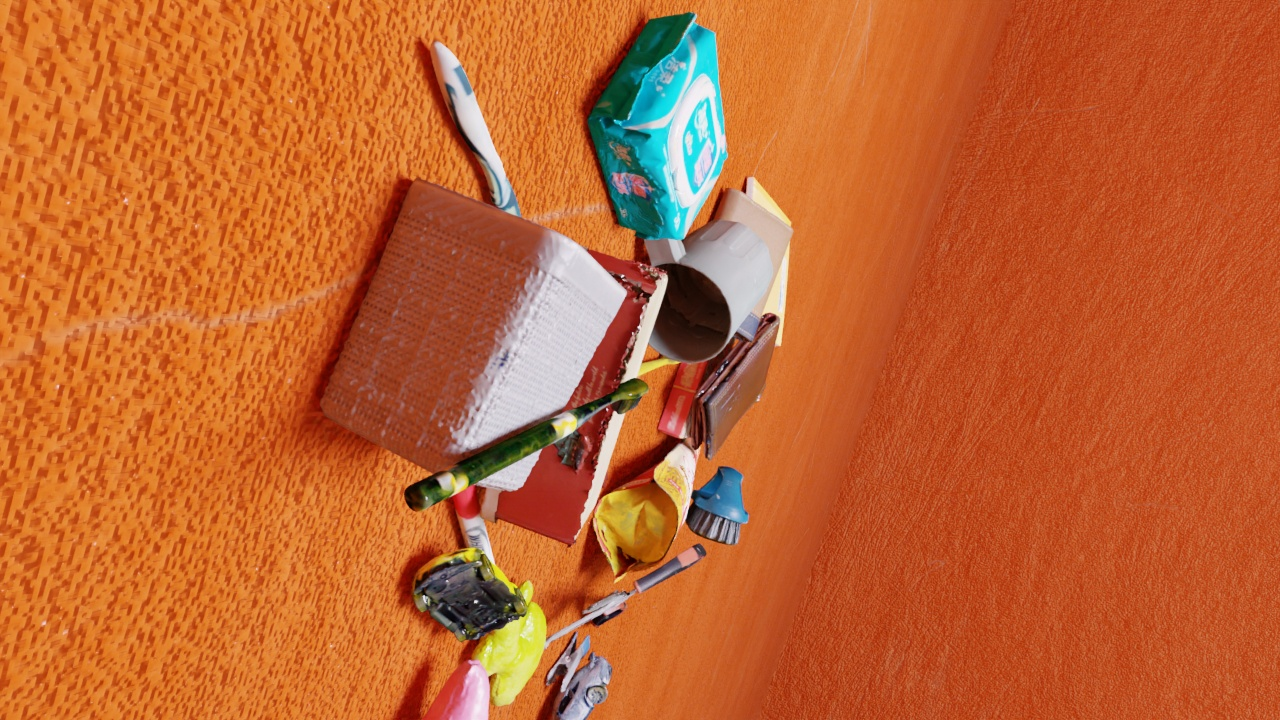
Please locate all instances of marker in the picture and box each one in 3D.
[{"bbox_3d":[-0.103,0.117,0.582,0.017,0.017,0.145,-54,155,-38],"label":"marker"}]

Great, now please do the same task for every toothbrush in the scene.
[{"bbox_3d":[-0.004,0.004,0.735,0.189,0.016,0.017,-18,121,-65],"label":"toothbrush"},{"bbox_3d":[-0.043,0.035,0.420,0.185,0.012,0.017,-24,147,-60],"label":"toothbrush"},{"bbox_3d":[-0.074,-0.085,0.467,0.018,0.016,0.192,-51,156,-18],"label":"toothbrush"}]

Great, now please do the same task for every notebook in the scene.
[{"bbox_3d":[0.130,-0.093,0.948,0.206,0.010,0.146,9,86,-71],"label":"notebook"}]

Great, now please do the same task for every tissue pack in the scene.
[{"bbox_3d":[0.016,-0.146,0.590,0.093,0.050,0.133,-61,158,-20],"label":"tissue pack"}]

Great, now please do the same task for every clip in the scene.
[{"bbox_3d":[-0.066,0.274,0.834,0.057,0.036,0.025,-55,158,-46],"label":"clip"}]

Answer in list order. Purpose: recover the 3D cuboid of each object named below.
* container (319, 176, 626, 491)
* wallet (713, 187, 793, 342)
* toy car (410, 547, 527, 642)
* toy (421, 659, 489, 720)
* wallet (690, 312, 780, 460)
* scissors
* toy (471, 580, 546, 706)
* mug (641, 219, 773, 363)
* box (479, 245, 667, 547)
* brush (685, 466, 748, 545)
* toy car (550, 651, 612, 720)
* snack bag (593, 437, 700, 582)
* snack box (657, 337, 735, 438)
[{"bbox_3d":[-0.078,-0.007,0.428,0.114,0.090,0.090,-65,159,-4],"label":"container"},{"bbox_3d":[0.086,-0.084,0.821,0.090,0.033,0.115,26,84,-34],"label":"wallet"},{"bbox_3d":[-0.105,0.140,0.564,0.048,0.032,0.105,-25,145,-2],"label":"toy car"},{"bbox_3d":[-0.128,0.282,0.589,0.178,0.075,0.195,-21,127,-65],"label":"toy"},{"bbox_3d":[0.091,0.024,0.878,0.124,0.032,0.101,-49,157,-27],"label":"wallet"},{"bbox_3d":[-0.014,0.209,0.813,0.188,0.015,0.227,-28,165,-18],"label":"scissors"},{"bbox_3d":[-0.093,0.209,0.675,0.096,0.031,0.100,-69,160,-8],"label":"toy"},{"bbox_3d":[0.045,-0.075,0.713,0.103,0.084,0.124,-45,124,-51],"label":"mug"},{"bbox_3d":[-0.031,0.021,0.556,0.091,0.078,0.168,-57,164,-76],"label":"box"},{"bbox_3d":[0.079,0.142,0.919,0.144,0.055,0.073,90,21,-86],"label":"brush"},{"bbox_3d":[-0.066,0.325,0.841,0.120,0.037,0.054,-57,180,-11],"label":"toy car"},{"bbox_3d":[0.017,0.139,0.871,0.207,0.073,0.128,-1,110,-77],"label":"snack bag"},{"bbox_3d":[0.063,0.001,0.893,0.153,0.025,0.075,-71,161,3],"label":"snack box"}]
